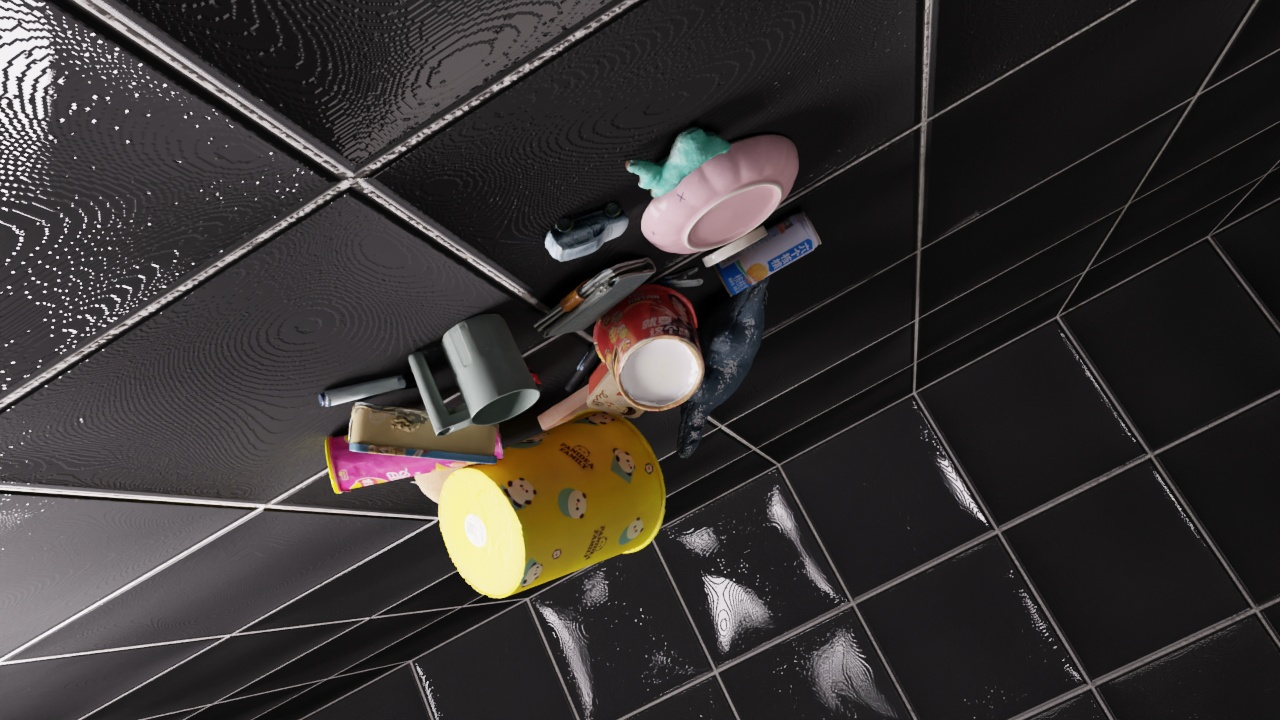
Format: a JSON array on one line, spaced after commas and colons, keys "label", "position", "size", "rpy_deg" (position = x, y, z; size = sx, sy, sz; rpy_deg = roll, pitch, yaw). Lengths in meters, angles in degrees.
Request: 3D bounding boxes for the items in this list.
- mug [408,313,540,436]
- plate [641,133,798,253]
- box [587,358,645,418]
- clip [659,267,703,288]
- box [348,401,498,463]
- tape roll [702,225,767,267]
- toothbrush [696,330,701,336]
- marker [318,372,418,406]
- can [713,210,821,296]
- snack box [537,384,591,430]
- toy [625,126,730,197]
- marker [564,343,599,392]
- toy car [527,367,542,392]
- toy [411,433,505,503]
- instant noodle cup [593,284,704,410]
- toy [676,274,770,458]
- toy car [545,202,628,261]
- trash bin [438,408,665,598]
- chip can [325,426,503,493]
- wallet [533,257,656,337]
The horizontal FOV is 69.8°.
[{"label": "mug", "position": [-0.190, 0.017, 1.039], "size": [0.123, 0.103, 0.084], "rpy_deg": [-21, 162, -15]}, {"label": "plate", "position": [0.095, -0.172, 1.014], "size": [0.192, 0.039, 0.193], "rpy_deg": [-24, 162, -8]}, {"label": "box", "position": [-0.008, 0.008, 1.306], "size": [0.091, 0.076, 0.169], "rpy_deg": [15, 146, -18]}, {"label": "clip", "position": [0.051, -0.105, 1.183], "size": [0.057, 0.029, 0.025], "rpy_deg": [-12, 157, -11]}, {"label": "box", "position": [-0.249, 0.086, 1.083], "size": [0.184, 0.059, 0.090], "rpy_deg": [9, 176, -15]}, {"label": "tape roll", "position": [0.116, -0.140, 1.127], "size": [0.086, 0.014, 0.085], "rpy_deg": [-29, -176, 2]}, {"label": "toothbrush", "position": [0.082, -0.031, 1.414], "size": [0.224, 0.026, 0.027], "rpy_deg": [-8, 144, -45]}, {"label": "marker", "position": [-0.305, 0.033, 1.057], "size": [0.130, 0.023, 0.018], "rpy_deg": [-15, -162, -35]}, {"label": "can", "position": [0.162, -0.138, 1.182], "size": [0.135, 0.053, 0.053], "rpy_deg": [-29, 162, 9]}, {"label": "snack box", "position": [-0.079, 0.064, 1.453], "size": [0.157, 0.026, 0.084], "rpy_deg": [-32, 162, 17]}, {"label": "toy", "position": [0.032, -0.192, 0.889], "size": [0.092, 0.030, 0.096], "rpy_deg": [-40, 152, 30]}, {"label": "marker", "position": [-0.078, 0.010, 1.312], "size": [0.022, 0.020, 0.132], "rpy_deg": [6, 149, -22]}, {"label": "toy car", "position": [-0.184, 0.046, 1.226], "size": [0.121, 0.045, 0.052], "rpy_deg": [-31, 161, 32]}, {"label": "toy", "position": [-0.268, 0.145, 1.344], "size": [0.143, 0.082, 0.226], "rpy_deg": [-38, 162, -15]}, {"label": "instant noodle cup", "position": [0.017, -0.012, 1.146], "size": [0.138, 0.108, 0.138], "rpy_deg": [-5, 122, -9]}, {"label": "toy", "position": [0.122, -0.008, 1.356], "size": [0.137, 0.091, 0.357], "rpy_deg": [-60, 173, -56]}, {"label": "toy car", "position": [-0.053, -0.130, 0.937], "size": [0.090, 0.034, 0.043], "rpy_deg": [-22, 159, -19]}, {"label": "trash bin", "position": [-0.131, 0.209, 1.317], "size": [0.254, 0.229, 0.230], "rpy_deg": [-16, 161, -47]}, {"label": "chip can", "position": [-0.283, 0.111, 1.159], "size": [0.210, 0.071, 0.071], "rpy_deg": [-11, 159, -12]}, {"label": "wallet", "position": [-0.056, -0.076, 1.079], "size": [0.130, 0.037, 0.106], "rpy_deg": [-36, 171, 29]}]
